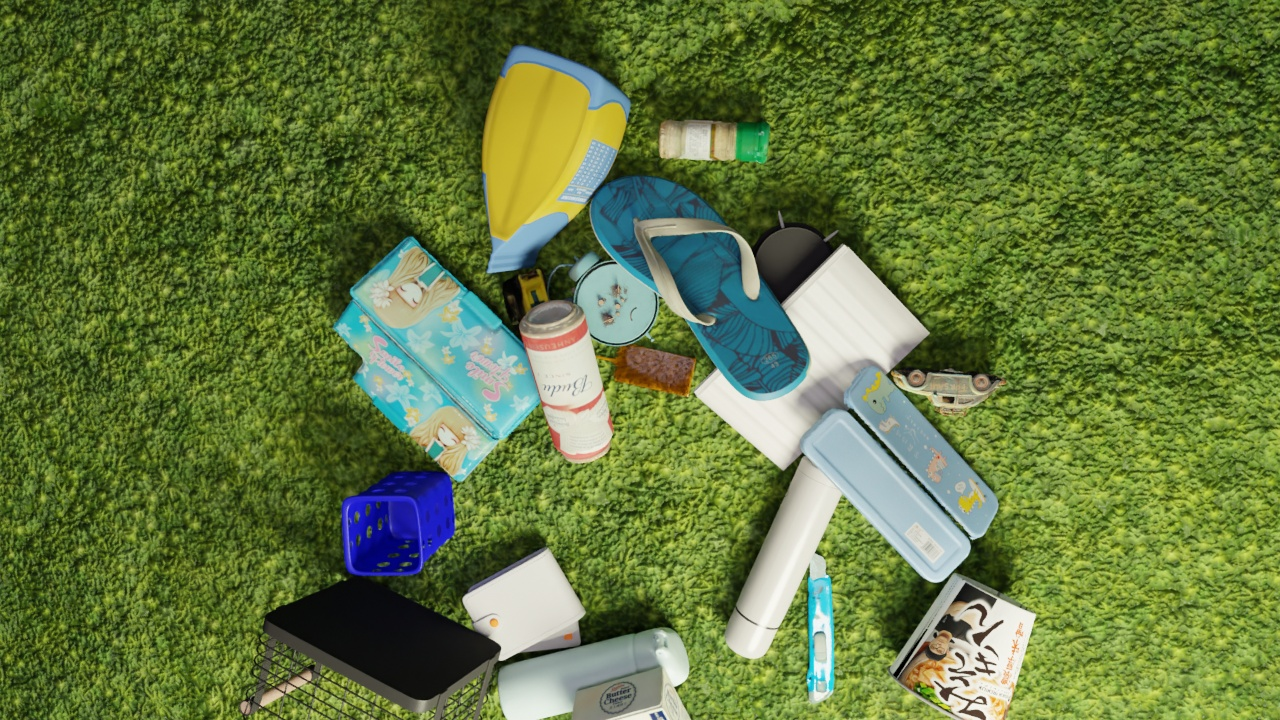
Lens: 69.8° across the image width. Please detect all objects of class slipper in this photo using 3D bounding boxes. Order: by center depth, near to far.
[{"bbox_3d":[0.061,-0.089,0.899,0.118,0.060,0.295,-32,69,-14],"label":"slipper"}]

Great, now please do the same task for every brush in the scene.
[{"bbox_3d":[-0.006,0.006,0.988,0.126,0.017,0.048,12,99,6],"label":"brush"}]

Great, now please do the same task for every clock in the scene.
[{"bbox_3d":[0.153,-0.085,0.943,0.091,0.042,0.121,20,99,4],"label":"clock"},{"bbox_3d":[-0.038,-0.065,0.965,0.124,0.053,0.090,19,98,4],"label":"clock"}]

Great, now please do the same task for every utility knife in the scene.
[{"bbox_3d":[0.195,0.293,1.003,0.031,0.015,0.175,-3,96,3],"label":"utility knife"}]

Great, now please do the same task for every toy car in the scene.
[{"bbox_3d":[0.312,0.032,0.935,0.112,0.047,0.047,4,93,7],"label":"toy car"}]

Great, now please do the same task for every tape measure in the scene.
[{"bbox_3d":[-0.122,-0.059,0.970,0.038,0.067,0.062,-20,96,-27],"label":"tape measure"}]

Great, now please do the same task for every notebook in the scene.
[{"bbox_3d":[0.176,0.001,0.941,0.142,0.009,0.210,40,101,-23],"label":"notebook"}]

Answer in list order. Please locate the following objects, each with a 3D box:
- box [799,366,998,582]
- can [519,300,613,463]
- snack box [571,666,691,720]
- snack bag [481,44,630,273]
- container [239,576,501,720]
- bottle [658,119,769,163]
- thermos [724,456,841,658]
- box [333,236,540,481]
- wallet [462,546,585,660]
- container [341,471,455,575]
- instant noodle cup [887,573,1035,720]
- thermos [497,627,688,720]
[{"bbox_3d":[0.268,0.114,0.932,0.127,0.034,0.209,-45,95,-13],"label":"box"},{"bbox_3d":[-0.074,0.023,0.948,0.067,0.067,0.170,-7,121,8],"label":"can"},{"bbox_3d":[0.013,0.433,0.989,0.104,0.057,0.208,-19,115,10],"label":"snack box"},{"bbox_3d":[-0.095,-0.186,0.904,0.102,0.158,0.205,21,101,6],"label":"snack bag"},{"bbox_3d":[-0.284,0.348,0.976,0.241,0.162,0.130,19,100,19],"label":"container"},{"bbox_3d":[0.075,-0.223,0.935,0.111,0.043,0.043,4,98,8],"label":"bottle"},{"bbox_3d":[0.152,0.212,0.978,0.052,0.052,0.224,23,100,4],"label":"thermos"},{"bbox_3d":[-0.226,0.004,0.995,0.227,0.071,0.182,44,99,0],"label":"box"},{"bbox_3d":[-0.126,0.287,1.032,0.118,0.037,0.115,-29,93,7],"label":"wallet"},{"bbox_3d":[-0.258,0.172,0.994,0.084,0.113,0.085,-1,97,7],"label":"container"},{"bbox_3d":[0.336,0.292,0.939,0.123,0.123,0.122,25,91,3],"label":"instant noodle cup"},{"bbox_3d":[-0.051,0.348,1.015,0.207,0.065,0.078,-16,129,9],"label":"thermos"}]
